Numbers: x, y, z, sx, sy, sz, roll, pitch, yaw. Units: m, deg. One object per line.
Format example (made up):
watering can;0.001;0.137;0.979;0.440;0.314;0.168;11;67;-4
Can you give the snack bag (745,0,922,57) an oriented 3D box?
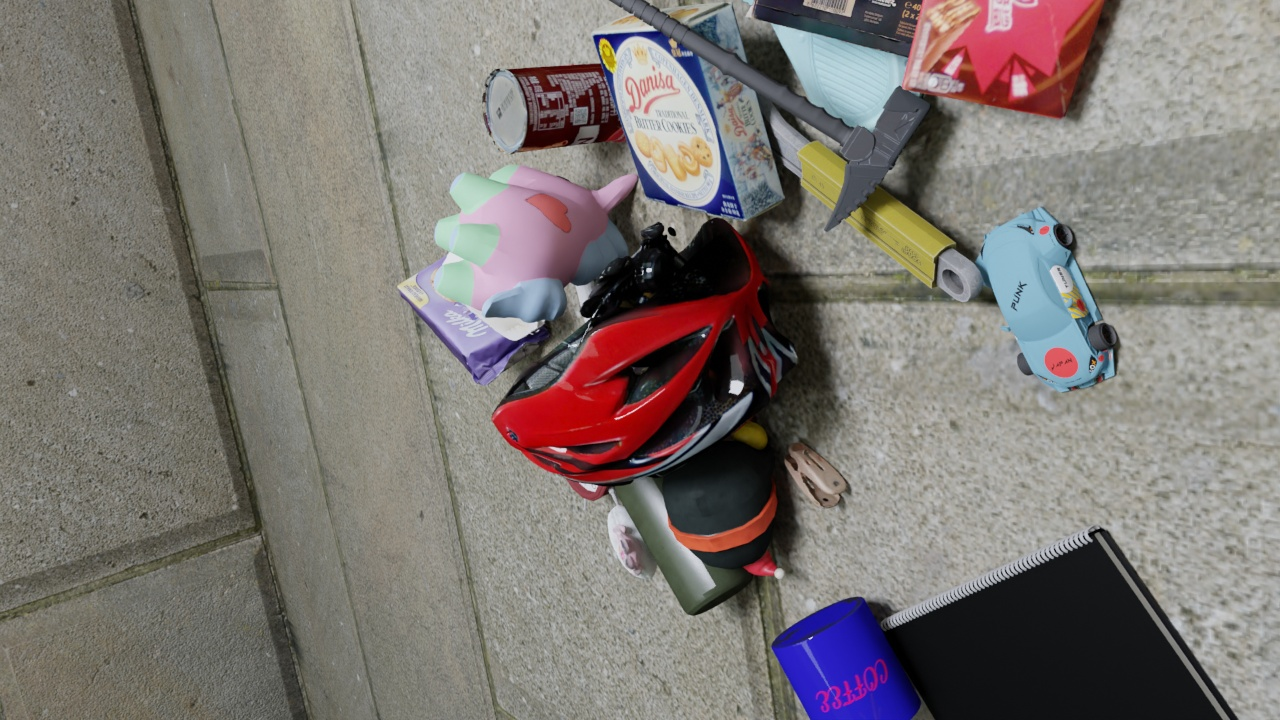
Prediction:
snack bag;0.144;-0.213;0.518;0.155;0.018;0.075;18;123;9

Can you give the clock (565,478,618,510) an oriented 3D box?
clock;-0.049;0.085;0.952;0.096;0.048;0.137;-16;92;55

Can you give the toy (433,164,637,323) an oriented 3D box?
toy;-0.084;-0.095;0.777;0.120;0.171;0.221;-60;27;33

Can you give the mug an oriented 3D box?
mug;0.155;0.235;0.702;0.083;0.079;0.111;61;-175;8

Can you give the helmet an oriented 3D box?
helmet;-0.004;0.004;0.721;0.167;0.216;0.273;52;140;-10

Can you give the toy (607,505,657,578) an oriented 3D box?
toy;-0.007;0.173;0.884;0.037;0.125;0.076;-21;94;13

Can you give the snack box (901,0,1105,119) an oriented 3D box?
snack box;0.198;-0.202;0.480;0.089;0.021;0.133;15;121;14

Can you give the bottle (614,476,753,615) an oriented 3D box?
bottle;0.023;0.130;0.852;0.206;0.071;0.072;58;143;20

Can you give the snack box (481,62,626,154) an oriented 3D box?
snack box;-0.066;-0.217;0.785;0.072;0.121;0.072;26;125;46

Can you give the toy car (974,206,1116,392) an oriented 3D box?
toy car;0.231;-0.032;0.534;0.060;0.027;0.107;-31;78;54

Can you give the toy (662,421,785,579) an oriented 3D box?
toy;0.070;0.125;0.767;0.098;0.099;0.119;-10;116;23

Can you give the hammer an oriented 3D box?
hammer;0.018;-0.204;0.583;0.325;0.015;0.095;34;112;7

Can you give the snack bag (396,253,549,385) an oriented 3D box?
snack bag;-0.195;-0.050;1.061;0.205;0.096;0.058;41;156;39

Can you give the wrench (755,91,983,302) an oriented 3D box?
wrench;0.126;-0.127;0.621;0.273;0.018;0.084;48;164;35

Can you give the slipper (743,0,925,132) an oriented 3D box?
slipper;0.102;-0.264;0.584;0.116;0.069;0.276;-22;86;52

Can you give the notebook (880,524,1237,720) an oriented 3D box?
notebook;0.263;0.210;0.604;0.149;0.016;0.207;60;143;16

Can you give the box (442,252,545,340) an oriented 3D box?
box;-0.130;-0.074;0.952;0.110;0.102;0.130;-39;74;53

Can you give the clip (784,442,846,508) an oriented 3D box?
clip;0.135;0.092;0.722;0.047;0.025;0.062;-42;67;53

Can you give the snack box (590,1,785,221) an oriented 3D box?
snack box;0.033;-0.184;0.682;0.144;0.042;0.145;28;145;57

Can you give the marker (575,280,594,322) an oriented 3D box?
marker;-0.049;-0.052;0.920;0.019;0.019;0.145;-9;96;55
